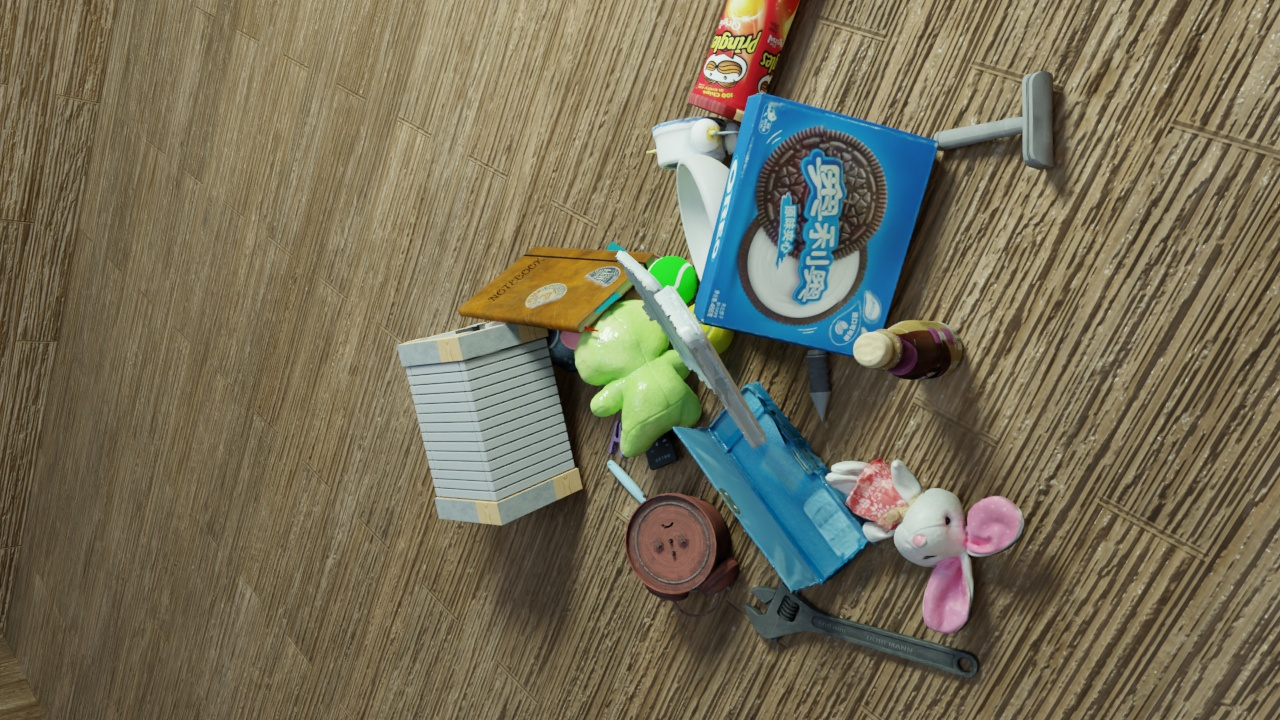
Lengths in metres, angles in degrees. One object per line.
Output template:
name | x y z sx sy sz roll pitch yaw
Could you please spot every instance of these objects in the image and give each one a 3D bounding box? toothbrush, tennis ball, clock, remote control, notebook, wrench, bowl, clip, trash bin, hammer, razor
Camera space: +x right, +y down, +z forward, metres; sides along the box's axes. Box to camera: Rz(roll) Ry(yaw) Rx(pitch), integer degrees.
toothbrush | 0.005 0.184 1.198 0.155 0.016 0.022 45 117 29
tennis ball | 0.038 -0.097 1.136 0.065 0.065 0.065 0 91 39
clock | 0.052 0.233 1.112 0.121 0.072 0.157 -16 81 23
remote control | 0.014 0.064 1.188 0.047 0.022 0.150 -27 72 37
notebook | -0.101 -0.101 1.204 0.250 0.178 0.014 9 133 42
wrench | 0.234 0.300 1.014 0.274 0.018 0.073 7 95 37
bowl | -0.111 -0.039 1.266 0.111 0.055 0.110 0 90 40
bowl | 0.097 -0.154 1.053 0.066 0.177 0.176 -15 77 -5
clip | -0.033 0.107 1.231 0.043 0.014 0.051 -18 82 40
clock | 0.071 -0.262 1.093 0.126 0.088 0.052 -3 94 41
trash bin | -0.203 0.077 1.244 0.143 0.142 0.247 -5 100 45
hammer | 0.192 -0.094 1.031 0.156 0.043 0.322 -4 90 39
razor | 0.345 -0.226 0.904 0.116 0.047 0.088 -1 90 47
tennis ball | 0.079 -0.038 1.103 0.065 0.065 0.065 0 91 39

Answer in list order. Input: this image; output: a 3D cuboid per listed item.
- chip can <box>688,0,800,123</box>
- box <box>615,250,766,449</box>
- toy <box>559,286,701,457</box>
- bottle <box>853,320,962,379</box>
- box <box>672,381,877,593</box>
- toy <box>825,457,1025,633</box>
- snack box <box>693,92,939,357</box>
chip can | 0.131 -0.382 1.045 0.087 0.086 0.214 31 109 35
box | 0.057 -0.013 0.984 0.045 0.209 0.191 -36 40 -2
toy | -0.007 0.007 1.126 0.197 0.150 0.107 61 164 8
bottle | 0.258 -0.010 0.894 0.060 0.165 0.059 1 91 39
box | 0.144 0.138 1.024 0.094 0.111 0.231 -50 61 29
toy | 0.279 0.161 0.933 0.194 0.084 0.159 40 120 30
snack box | 0.178 -0.134 0.949 0.056 0.195 0.239 -122 44 -75
